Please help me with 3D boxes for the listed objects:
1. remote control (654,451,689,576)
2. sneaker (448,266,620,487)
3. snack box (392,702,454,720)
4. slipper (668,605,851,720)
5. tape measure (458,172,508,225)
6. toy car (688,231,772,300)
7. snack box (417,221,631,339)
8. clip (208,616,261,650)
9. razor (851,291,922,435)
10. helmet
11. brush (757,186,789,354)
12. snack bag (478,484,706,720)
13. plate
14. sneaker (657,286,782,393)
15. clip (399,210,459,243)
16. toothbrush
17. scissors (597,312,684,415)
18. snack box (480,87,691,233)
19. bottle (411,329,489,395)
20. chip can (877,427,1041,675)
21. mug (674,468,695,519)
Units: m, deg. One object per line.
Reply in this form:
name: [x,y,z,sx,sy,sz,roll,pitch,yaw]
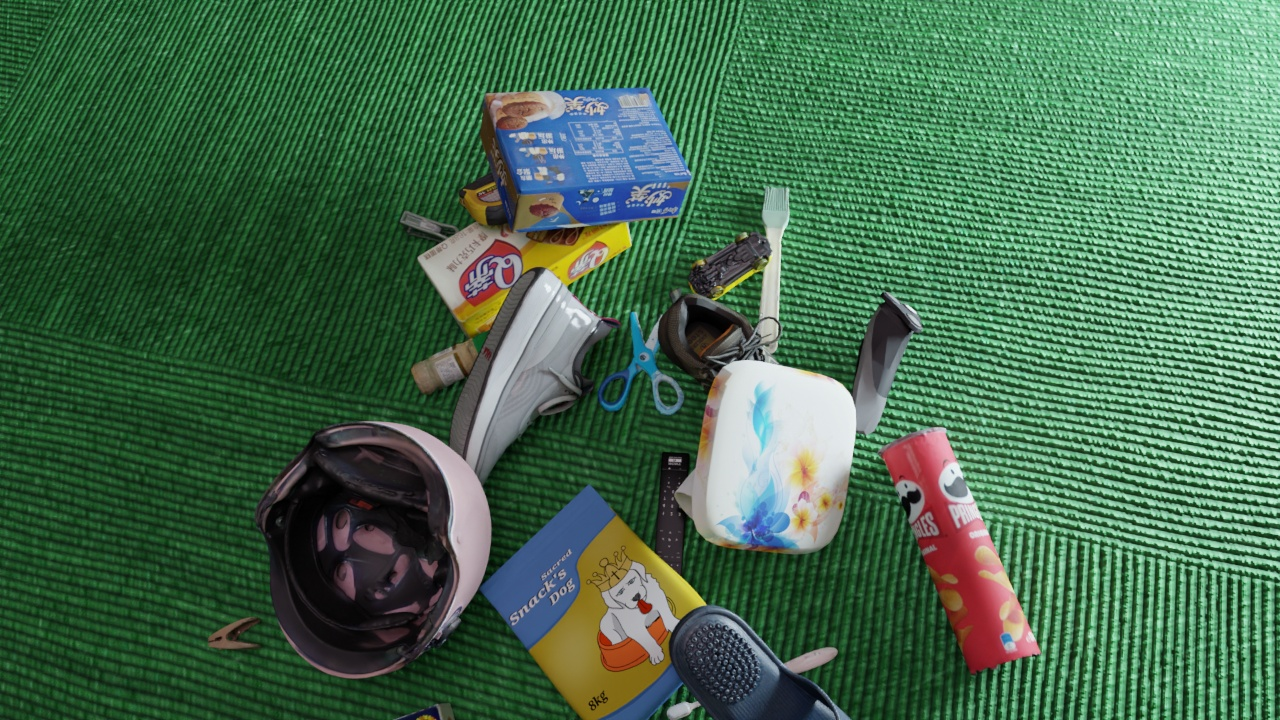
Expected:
remote control: [0.033,0.166,0.982,0.030,0.009,0.139,2,68,7]
sneaker: [-0.123,0.037,1.015,0.128,0.097,0.263,26,89,-22]
snack box: [-0.240,0.426,0.889,0.145,0.043,0.144,-20,68,-1]
slipper: [0.129,0.329,0.816,0.101,0.082,0.263,-45,100,-10]
tape measure: [-0.168,-0.184,1.062,0.065,0.037,0.064,-37,62,-24]
toy car: [0.106,-0.110,1.073,0.107,0.030,0.049,-32,67,1]
snack box: [-0.135,-0.129,1.091,0.230,0.062,0.110,-33,68,-8]
clip: [-0.428,0.299,0.973,0.060,0.024,0.039,-28,65,5]
razor: [0.261,0.006,0.999,0.057,0.060,0.156,25,88,-28]
helmet: [-0.256,0.182,0.923,0.230,0.152,0.255,24,99,16]
brush: [0.154,-0.108,1.079,0.033,0.012,0.217,4,70,8]
snack bag: [-0.038,0.246,0.903,0.159,0.102,0.205,-43,73,-9]
plate: [0.141,0.100,0.918,0.186,0.016,0.187,11,86,-27]
sneaker: [0.111,0.005,0.964,0.101,0.143,0.238,-41,73,-11]
clip: [-0.259,-0.164,1.129,0.078,0.049,0.023,13,72,18]
toothbrush: [0.111,0.319,0.908,0.181,0.018,0.015,-20,68,-3]
scissors: [-0.008,0.003,1.050,0.114,0.013,0.140,-13,70,-2]
snack box: [-0.065,-0.233,1.050,0.202,0.069,0.155,-9,59,-22]
bottle: [-0.206,0.001,1.058,0.111,0.043,0.043,-25,68,-3]
chip can: [0.313,0.186,0.910,0.073,0.073,0.232,-17,68,-1]
mug: [0.105,0.142,0.955,0.114,0.081,0.087,46,70,-11]
